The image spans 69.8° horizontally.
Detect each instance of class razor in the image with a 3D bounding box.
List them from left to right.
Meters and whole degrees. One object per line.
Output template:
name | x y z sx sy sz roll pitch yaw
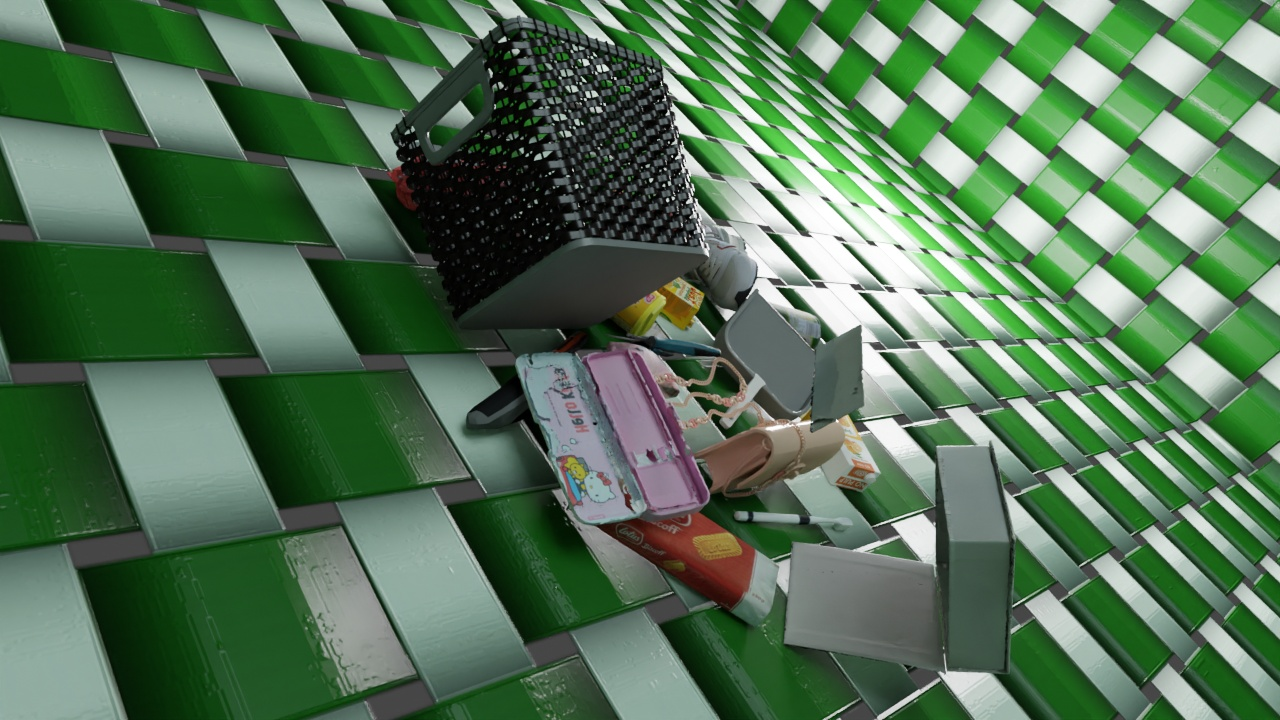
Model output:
razor | -0.121 0.039 0.940 0.155 0.057 0.060 -11 85 -53

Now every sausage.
sausage | -0.094 -0.006 1.062 0.020 0.020 0.155 38 29 4

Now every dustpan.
dustpan | 0.165 0.017 1.247 0.163 0.033 0.256 46 48 -3

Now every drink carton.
drink carton | 0.032 -0.098 1.305 0.122 0.041 0.058 34 29 -5
drink carton | 0.268 0.119 1.236 0.058 0.040 0.122 17 34 -30

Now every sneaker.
sneaker | 0.104 -0.159 1.436 0.124 0.089 0.239 24 22 -11

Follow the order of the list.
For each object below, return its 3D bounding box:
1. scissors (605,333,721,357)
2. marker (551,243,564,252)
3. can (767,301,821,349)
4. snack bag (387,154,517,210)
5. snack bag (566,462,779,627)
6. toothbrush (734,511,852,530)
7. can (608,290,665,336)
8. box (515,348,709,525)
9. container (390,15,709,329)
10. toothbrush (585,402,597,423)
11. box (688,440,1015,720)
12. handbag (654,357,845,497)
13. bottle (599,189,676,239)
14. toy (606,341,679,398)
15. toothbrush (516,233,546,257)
scissors | 0.034 -0.017 1.148 0.118 0.019 0.148 5 -7 25
marker | -0.112 -0.155 1.246 0.022 0.016 0.138 47 15 -17
can | 0.210 -0.050 1.395 0.120 0.067 0.067 12 37 -36
snack bag | -0.230 -0.224 1.177 0.176 0.082 0.082 -6 49 -50
snack bag | 0.036 0.175 0.914 0.225 0.041 0.077 35 31 -5
toothbrush | 0.180 0.188 1.073 0.186 0.017 0.012 10 35 -34
can | -0.024 -0.084 1.200 0.105 0.068 0.067 39 29 7
box | -0.031 0.073 0.909 0.153 0.041 0.201 -6 53 -27
container | -0.096 -0.189 1.039 0.245 0.248 0.243 -3 71 -48
toothbrush | -0.023 0.073 1.027 0.135 0.017 0.021 26 27 -12
box | 0.229 0.278 0.980 0.165 0.447 0.166 42 28 -10
handbag | 0.124 0.055 1.058 0.198 0.117 0.187 -4 65 -48
bottle | -0.004 -0.194 1.363 0.111 0.099 0.098 25 29 4
toy | -0.007 0.006 1.104 0.099 0.053 0.096 22 17 -41
toothbrush | -0.132 -0.139 1.222 0.135 0.016 0.021 44 30 19
